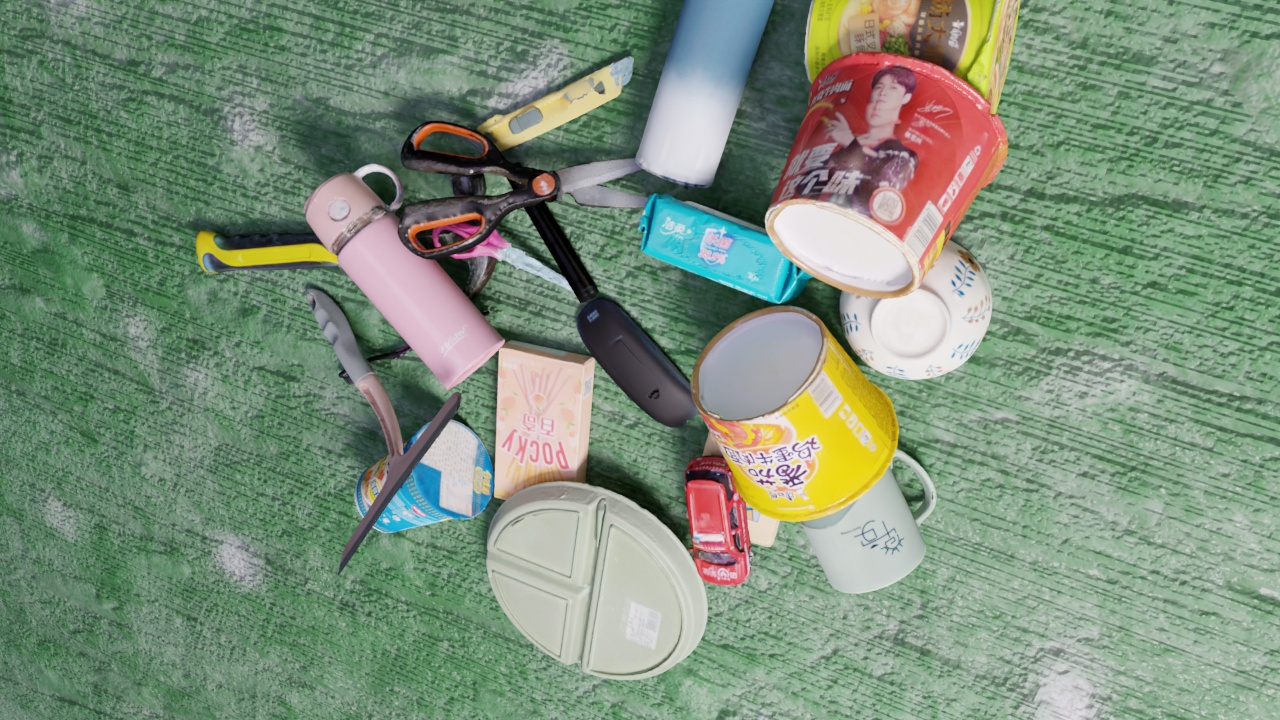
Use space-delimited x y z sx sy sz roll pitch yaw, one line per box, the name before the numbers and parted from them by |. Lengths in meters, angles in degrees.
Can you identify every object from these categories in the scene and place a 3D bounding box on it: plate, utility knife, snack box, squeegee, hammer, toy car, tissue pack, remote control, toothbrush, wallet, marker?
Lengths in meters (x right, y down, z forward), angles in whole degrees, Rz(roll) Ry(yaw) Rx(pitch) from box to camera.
plate | -0.049 0.216 0.868 0.230 0.027 0.231 11 122 19
utility knife | -0.074 -0.208 0.758 0.166 0.018 0.031 -20 107 20
snack box | -0.091 0.064 0.850 0.084 0.026 0.157 12 112 16
squeegee | -0.257 0.025 0.853 0.248 0.040 0.249 -50 59 32
hammer | -0.280 -0.102 0.858 0.324 0.031 0.126 0 107 20
toy car | 0.065 0.141 0.788 0.053 0.045 0.120 -2 112 24
tissue pack | 0.069 -0.084 0.701 0.133 0.093 0.050 22 99 11
remote control | -0.005 0.005 0.799 0.136 0.024 0.053 47 116 -1
toothbrush | -0.218 -0.011 0.878 0.190 0.014 0.018 -20 110 25
wallet | 0.093 0.103 0.800 0.087 0.024 0.115 21 114 17
marker | -0.076 -0.110 0.787 0.132 0.020 0.022 59 153 -6

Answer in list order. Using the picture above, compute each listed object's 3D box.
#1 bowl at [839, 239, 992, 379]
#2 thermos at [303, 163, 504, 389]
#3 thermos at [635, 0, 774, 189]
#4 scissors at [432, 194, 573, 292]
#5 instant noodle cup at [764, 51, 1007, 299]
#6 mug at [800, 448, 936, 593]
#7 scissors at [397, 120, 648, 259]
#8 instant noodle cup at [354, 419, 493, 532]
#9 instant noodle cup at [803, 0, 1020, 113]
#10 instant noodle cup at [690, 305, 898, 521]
bowl | 0.204 -0.035 0.688 0.113 0.062 0.113 6 109 17
thermos | -0.197 -0.076 0.787 0.087 0.067 0.198 -40 90 -5
thermos | 0.059 -0.239 0.668 0.070 0.070 0.221 24 114 11
scissors | -0.113 -0.091 0.787 0.133 0.017 0.056 29 85 -16
instant noodle cup | 0.152 -0.114 0.601 0.138 0.138 0.108 27 75 9
mug | 0.183 0.113 0.742 0.111 0.082 0.106 -27 100 -6
scissors | -0.097 -0.154 0.751 0.229 0.022 0.190 -30 77 1
instant noodle cup | -0.214 0.118 0.883 0.110 0.099 0.099 -24 99 34
instant noodle cup | 0.179 -0.216 0.614 0.123 0.111 0.112 13 112 24
instant noodle cup | 0.108 0.034 0.687 0.138 0.137 0.110 -19 131 25
